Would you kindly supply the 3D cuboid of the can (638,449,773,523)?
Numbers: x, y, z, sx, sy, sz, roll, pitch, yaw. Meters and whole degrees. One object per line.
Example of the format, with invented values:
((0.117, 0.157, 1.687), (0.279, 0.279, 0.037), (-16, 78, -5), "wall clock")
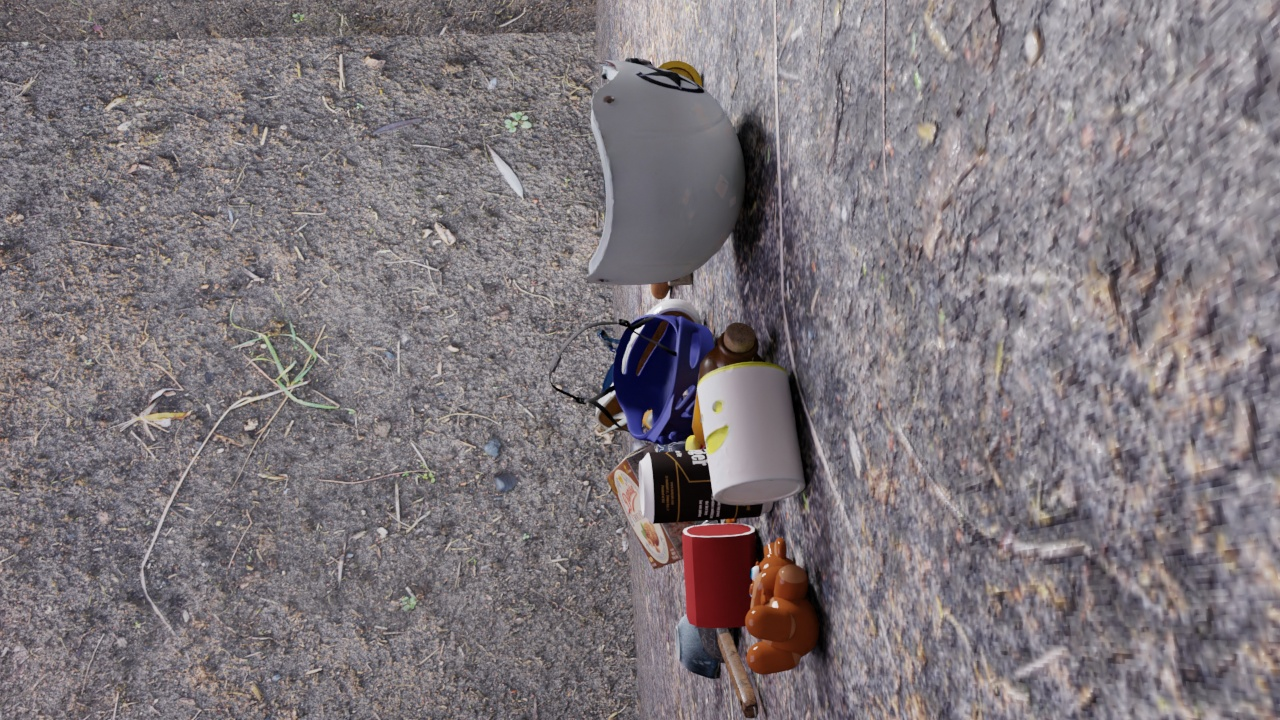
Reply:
((0.065, 0.126, 0.928), (0.072, 0.128, 0.072), (175, 92, -85), "can")

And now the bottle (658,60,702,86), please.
((0.041, -0.351, 1.287), (0.164, 0.071, 0.071), (119, 148, -80), "bottle")

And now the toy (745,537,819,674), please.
((0.115, 0.204, 0.792), (0.127, 0.065, 0.095), (-91, 4, -62), "toy")

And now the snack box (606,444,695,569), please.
((0.017, 0.193, 1.195), (0.147, 0.041, 0.143), (62, 161, 9), "snack box")

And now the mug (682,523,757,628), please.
((0.088, 0.233, 1.018), (0.116, 0.080, 0.096), (21, -114, -88), "mug")

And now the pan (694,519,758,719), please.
((0.097, 0.325, 1.150), (0.356, 0.040, 0.208), (-101, 7, -71), "pan")

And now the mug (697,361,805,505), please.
((0.097, 0.065, 0.806), (0.083, 0.082, 0.106), (98, 167, -65), "mug")

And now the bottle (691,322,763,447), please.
((0.091, 0.024, 0.922), (0.157, 0.068, 0.067), (93, 172, -50), "bottle")

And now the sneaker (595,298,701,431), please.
((0.006, -0.018, 1.393), (0.295, 0.120, 0.127), (124, 158, -49), "sneaker")

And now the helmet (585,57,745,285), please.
((0.028, -0.199, 0.988), (0.263, 0.163, 0.237), (-88, 1, -68), "helmet")

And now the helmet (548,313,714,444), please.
((-0.007, 0.007, 1.158), (0.148, 0.227, 0.241), (-60, 20, 27), "helmet")

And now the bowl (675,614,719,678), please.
((0.080, 0.409, 1.335), (0.110, 0.055, 0.110), (175, 92, -86), "bowl")

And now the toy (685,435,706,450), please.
((0.088, 0.063, 1.051), (0.105, 0.067, 0.137), (81, -166, -77), "toy")

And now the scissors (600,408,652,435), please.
((0.009, 0.079, 1.326), (0.226, 0.016, 0.165), (-35, 26, 37), "scissors")

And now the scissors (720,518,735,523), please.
((0.109, 0.182, 1.128), (0.083, 0.012, 0.133), (-101, 9, -51), "scissors")

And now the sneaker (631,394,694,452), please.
((0.055, 0.108, 1.353), (0.269, 0.103, 0.132), (-113, 35, -75), "sneaker")

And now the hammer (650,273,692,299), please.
((0.045, -0.160, 1.523), (0.301, 0.037, 0.157), (106, 160, -76), "hammer")
